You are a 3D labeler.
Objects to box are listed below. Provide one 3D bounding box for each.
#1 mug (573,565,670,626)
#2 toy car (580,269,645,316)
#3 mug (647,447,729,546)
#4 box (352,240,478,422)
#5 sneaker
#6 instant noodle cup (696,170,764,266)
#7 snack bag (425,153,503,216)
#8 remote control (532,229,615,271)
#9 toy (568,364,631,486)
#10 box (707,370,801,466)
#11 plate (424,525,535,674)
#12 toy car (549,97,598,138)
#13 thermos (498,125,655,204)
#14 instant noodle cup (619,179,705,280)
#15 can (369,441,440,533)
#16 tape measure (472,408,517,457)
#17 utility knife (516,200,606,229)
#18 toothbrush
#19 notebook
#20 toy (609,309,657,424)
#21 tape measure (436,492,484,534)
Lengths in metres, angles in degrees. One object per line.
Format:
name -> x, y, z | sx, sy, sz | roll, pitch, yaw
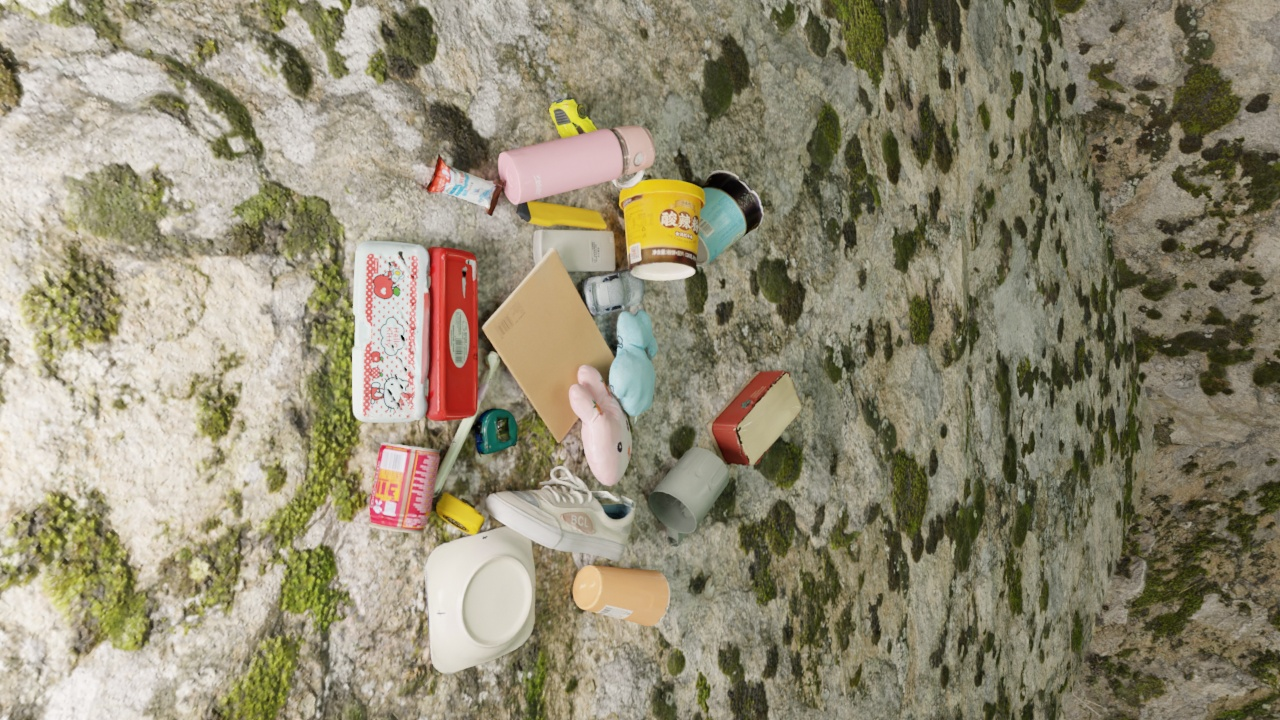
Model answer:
mug -> -0.029, 0.320, 1.262 | 0.122, 0.078, 0.078 | 20, 76, -39
toy car -> -0.035, -0.095, 1.270 | 0.120, 0.037, 0.054 | -20, 104, -48
mug -> 0.073, 0.204, 1.368 | 0.103, 0.084, 0.124 | -47, 149, -36
box -> -0.248, -0.031, 1.038 | 0.159, 0.065, 0.201 | 1, 89, -42
sneaker -> -0.090, 0.191, 1.176 | 0.242, 0.089, 0.090 | 27, 87, -47
instant noodle cup -> 0.105, -0.204, 1.371 | 0.120, 0.111, 0.111 | -46, 122, -25
snack bag -> -0.208, -0.208, 1.094 | 0.104, 0.026, 0.048 | 19, 90, -44
remote control -> -0.087, -0.146, 1.225 | 0.134, 0.019, 0.056 | -8, 97, -46
toy -> -0.052, 0.087, 1.221 | 0.121, 0.054, 0.159 | -72, 146, -56
box -> 0.193, 0.093, 1.479 | 0.167, 0.078, 0.091 | -43, 119, -36
plate -> -0.185, 0.293, 1.125 | 0.163, 0.034, 0.164 | -8, 97, -46
toy car -> -0.081, -0.297, 1.207 | 0.105, 0.048, 0.032 | 50, 58, -34
thermos -> -0.078, -0.244, 1.165 | 0.198, 0.067, 0.087 | -19, 137, -26
instant noodle cup -> 0.030, -0.176, 1.265 | 0.118, 0.119, 0.114 | 11, 76, -46
can -> -0.262, 0.141, 1.017 | 0.066, 0.067, 0.093 | 15, 80, -45
tape measure -> -0.177, 0.087, 1.134 | 0.058, 0.025, 0.054 | -16, 103, -45
utility knife -> -0.103, -0.188, 1.207 | 0.153, 0.015, 0.033 | 0, 71, -46
toothbrush -> -0.212, 0.077, 1.104 | 0.029, 0.020, 0.189 | 70, 39, -67
notebook -> -0.110, -0.017, 1.191 | 0.149, 0.012, 0.211 | -53, 134, -29
toy -> -0.008, 0.007, 1.273 | 0.161, 0.050, 0.156 | -12, 90, -66
tape measure -> -0.210, 0.179, 1.079 | 0.060, 0.057, 0.028 | 30, 66, 1
